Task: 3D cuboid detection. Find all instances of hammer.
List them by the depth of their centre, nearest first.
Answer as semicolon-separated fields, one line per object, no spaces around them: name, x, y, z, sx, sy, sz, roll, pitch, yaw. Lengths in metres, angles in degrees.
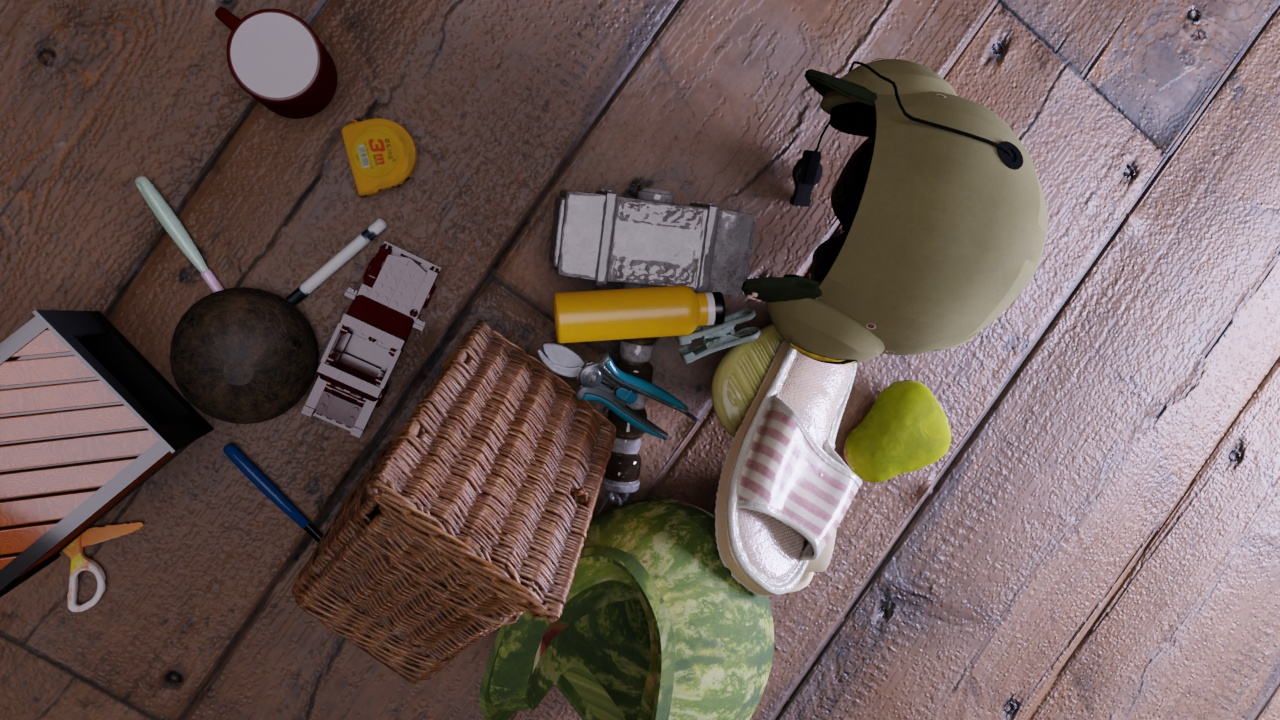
hammer;-0.005;0.005;0.855;0.177;0.079;0.326;5;101;-11

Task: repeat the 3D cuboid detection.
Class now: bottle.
bottle;-0.001;-0.040;0.784;0.143;0.043;0.043;-4;97;-8

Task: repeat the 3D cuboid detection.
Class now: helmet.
helmet;0.211;-0.112;0.772;0.233;0.255;0.250;16;93;-8
helmet;0.006;0.242;0.800;0.213;0.247;0.243;12;79;28

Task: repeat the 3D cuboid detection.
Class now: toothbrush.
toothbrush;-0.392;-0.092;0.802;0.022;0.015;0.155;-26;102;24
toothbrush;-0.299;-0.062;0.824;0.186;0.012;0.017;-42;114;-3
toothbrush;-0.320;0.139;0.841;0.014;0.014;0.167;-39;102;7

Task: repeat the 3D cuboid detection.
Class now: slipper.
slipper;0.141;0.074;0.785;0.115;0.052;0.262;37;58;-22
slipper;0.127;0.007;0.875;0.190;0.082;0.091;-33;101;-32

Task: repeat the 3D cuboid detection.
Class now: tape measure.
tape measure;-0.229;-0.184;0.813;0.059;0.030;0.068;-15;101;-8

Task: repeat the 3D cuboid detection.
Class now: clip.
clip;0.069;-0.023;0.815;0.076;0.023;0.044;-20;115;-6

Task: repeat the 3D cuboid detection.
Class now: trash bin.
trash bin;-0.475;0.069;0.734;0.171;0.140;0.139;-42;101;-8

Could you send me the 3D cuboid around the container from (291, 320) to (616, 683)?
container;-0.152;0.121;0.749;0.162;0.249;0.184;39;117;-12

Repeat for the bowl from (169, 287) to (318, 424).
bowl;-0.342;0.002;0.789;0.121;0.056;0.121;-4;107;-16

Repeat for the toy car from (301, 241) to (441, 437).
toy car;-0.239;-0.018;0.813;0.070;0.062;0.170;26;91;-12

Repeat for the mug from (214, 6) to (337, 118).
mug;-0.310;-0.256;0.764;0.105;0.082;0.073;40;88;-12

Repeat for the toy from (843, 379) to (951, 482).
toy;0.252;0.075;0.915;0.110;0.051;0.090;-32;98;-3

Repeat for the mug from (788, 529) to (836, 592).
mug;0.127;0.161;0.879;0.100;0.096;0.120;7;90;0

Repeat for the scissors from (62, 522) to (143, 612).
scissors;-0.504;0.165;0.812;0.125;0.011;0.131;-12;98;-8

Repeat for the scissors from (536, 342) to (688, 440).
scissors;-0.019;0.022;0.809;0.146;0.019;0.133;-17;114;-8
